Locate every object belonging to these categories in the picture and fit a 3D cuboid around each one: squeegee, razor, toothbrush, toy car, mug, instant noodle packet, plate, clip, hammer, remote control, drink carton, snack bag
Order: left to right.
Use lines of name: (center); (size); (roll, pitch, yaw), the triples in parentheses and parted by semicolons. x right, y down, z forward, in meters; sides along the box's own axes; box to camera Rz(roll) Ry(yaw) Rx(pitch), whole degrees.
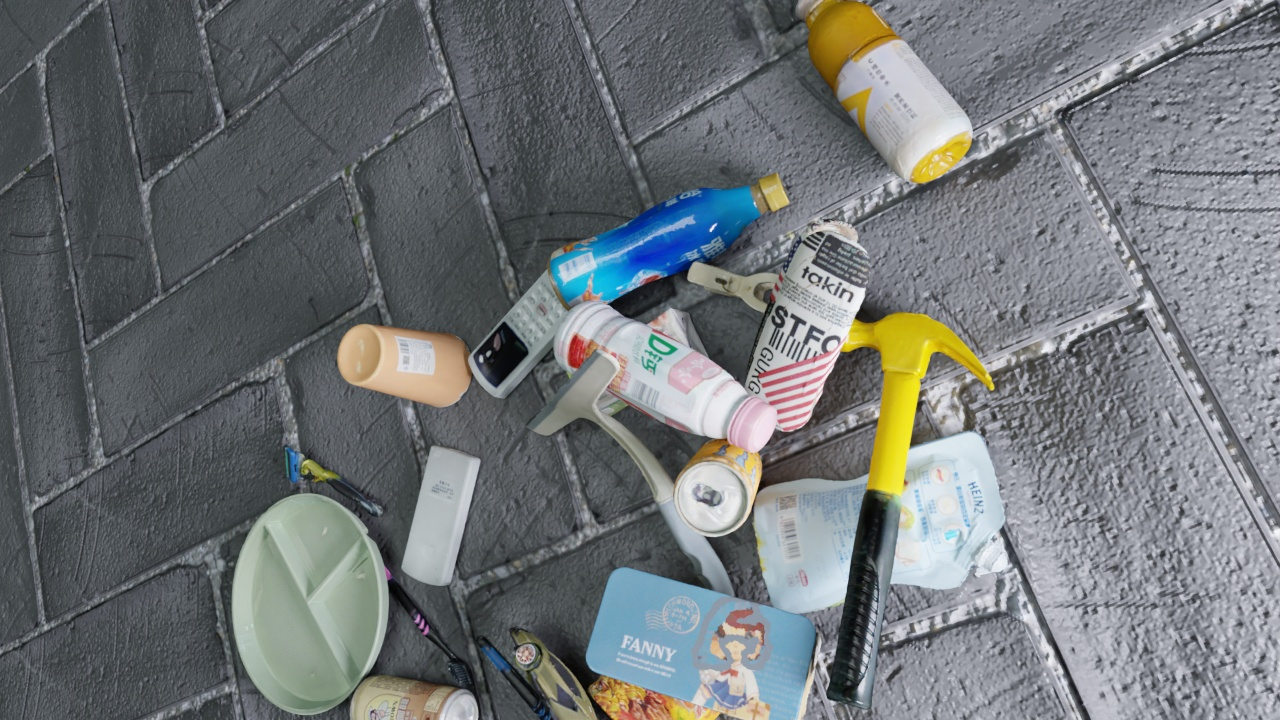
plate: (-0.354, 0.257, 0.983); (0.231, 0.027, 0.230); (-5, 81, 30)
razor: (-0.330, 0.134, 0.995); (0.143, 0.022, 0.043); (21, 123, 25)
mug: (-0.233, 0.003, 0.905); (0.078, 0.122, 0.078); (-4, 81, 26)
toothbrush: (-0.228, 0.258, 0.928); (0.189, 0.017, 0.014); (42, 104, 27)
remote control: (-0.202, 0.156, 0.925); (0.056, 0.019, 0.135); (12, 89, 28)
remote control: (-0.109, -0.031, 0.902); (0.150, 0.021, 0.058); (-46, 65, 14)
toothbrush: (-0.094, 0.322, 0.849); (0.189, 0.016, 0.014); (39, 93, 27)
toy car: (-0.070, 0.298, 0.806); (0.042, 0.070, 0.158); (-31, 61, -15)
drink carton: (-0.005, 0.005, 0.829); (0.123, 0.045, 0.053); (-30, 71, 22)
squeegee: (0.015, 0.115, 0.782); (0.039, 0.247, 0.246); (-36, 87, -26)
instant noodle packet: (0.026, 0.267, 0.779); (0.111, 0.044, 0.128); (37, 100, 22)
clip: (0.093, -0.060, 0.791); (0.100, 0.072, 0.034); (16, 91, 23)
snack bag: (0.184, 0.130, 0.716); (0.191, 0.039, 0.110); (-18, 60, 23)
hammer: (0.182, 0.103, 0.687); (0.129, 0.033, 0.300); (4, 71, 31)

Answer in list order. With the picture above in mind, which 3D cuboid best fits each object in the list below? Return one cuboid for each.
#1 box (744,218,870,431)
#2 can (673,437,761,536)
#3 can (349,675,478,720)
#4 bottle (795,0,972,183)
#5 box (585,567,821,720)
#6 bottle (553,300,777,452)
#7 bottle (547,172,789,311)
box: (0.135, -0.029, 0.721); (0.075, 0.086, 0.162); (28, 119, 25)
can: (0.063, 0.095, 0.721); (0.058, 0.146, 0.058); (1, 93, 10)
can: (-0.218, 0.340, 0.887); (0.116, 0.058, 0.058); (-1, 82, 28)
bottle: (0.191, -0.231, 0.747); (0.068, 0.068, 0.189); (-37, 68, 18)
box: (0.045, 0.224, 0.720); (0.184, 0.062, 0.089); (10, 70, 15)
bottle: (0.019, 0.014, 0.745); (0.197, 0.068, 0.068); (27, 95, 31)
bottle: (0.025, -0.108, 0.815); (0.219, 0.065, 0.065); (-23, 73, 14)
